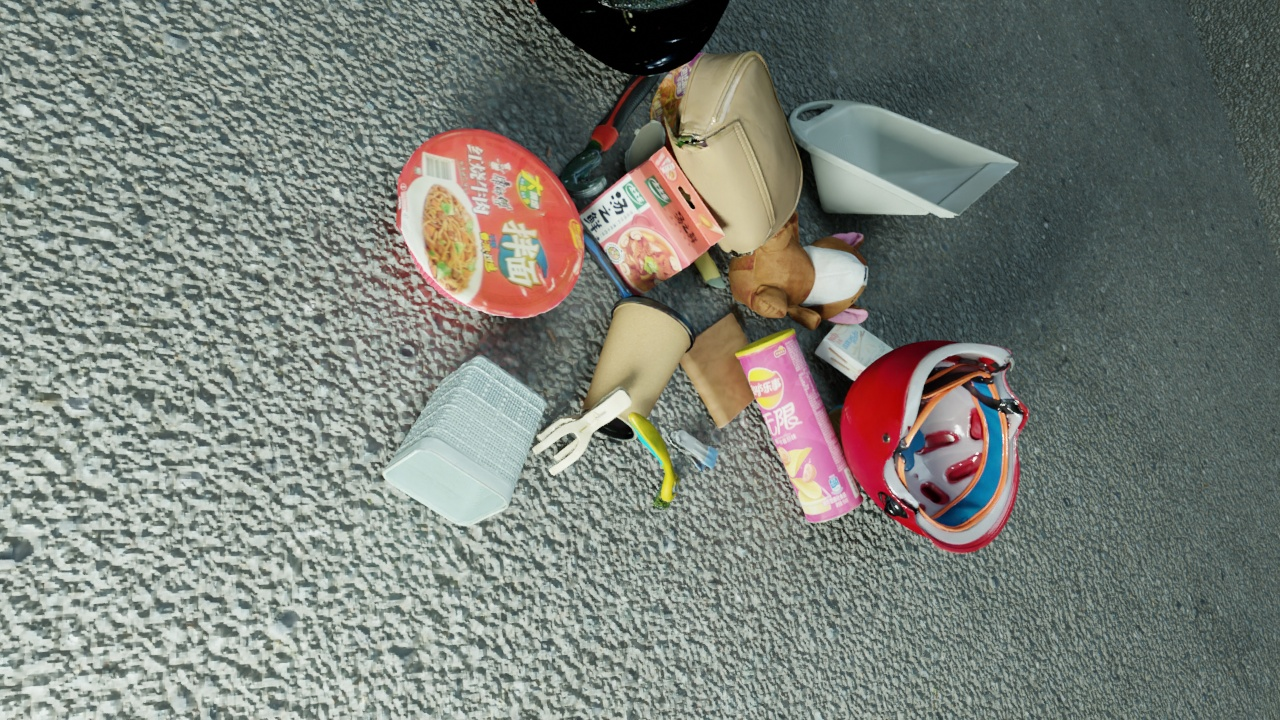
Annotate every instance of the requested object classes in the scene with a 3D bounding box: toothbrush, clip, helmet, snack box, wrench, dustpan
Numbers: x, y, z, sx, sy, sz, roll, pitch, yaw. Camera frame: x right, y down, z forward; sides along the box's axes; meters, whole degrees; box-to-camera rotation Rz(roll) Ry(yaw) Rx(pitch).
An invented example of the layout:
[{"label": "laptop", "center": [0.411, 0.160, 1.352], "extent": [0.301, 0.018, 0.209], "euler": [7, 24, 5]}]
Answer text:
[{"label": "toothbrush", "center": [-0.044, -0.113, 0.989], "extent": [0.189, 0.014, 0.016], "euler": [54, 26, -8]}, {"label": "clip", "center": [0.055, 0.094, 0.978], "extent": [0.058, 0.039, 0.026], "euler": [38, 55, -21]}, {"label": "helmet", "center": [-0.018, -0.451, 1.012], "extent": [0.233, 0.230, 0.274], "euler": [-40, 65, -8]}, {"label": "snack box", "center": [0.008, -0.141, 0.964], "extent": [0.113, 0.127, 0.044], "euler": [54, 49, -6]}, {"label": "wrench", "center": [-0.028, -0.270, 1.047], "extent": [0.016, 0.056, 0.272], "euler": [71, 32, -43]}, {"label": "helmet", "center": [0.313, 0.086, 1.017], "extent": [0.206, 0.144, 0.240], "euler": [-34, 117, -23]}, {"label": "clip", "center": [-0.057, 0.067, 0.842], "extent": [0.035, 0.103, 0.092], "euler": [54, 29, -8]}, {"label": "snack box", "center": [0.299, 0.011, 1.142], "extent": [0.157, 0.027, 0.084], "euler": [36, 36, 12]}, {"label": "dustpan", "center": [0.334, -0.289, 1.236], "extent": [0.222, 0.258, 0.143], "euler": [-36, 118, -41]}]

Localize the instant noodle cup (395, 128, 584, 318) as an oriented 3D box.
[{"label": "instant noodle cup", "center": [-0.151, -0.121, 0.876], "extent": [0.193, 0.066, 0.193], "euler": [15, 63, -33]}]

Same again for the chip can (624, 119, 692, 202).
[{"label": "chip can", "center": [0.086, -0.212, 1.079], "extent": [0.216, 0.073, 0.073], "euler": [14, 64, -38]}]

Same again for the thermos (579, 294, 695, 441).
[{"label": "thermos", "center": [-0.006, 0.005, 0.926], "extent": [0.093, 0.093, 0.143], "euler": [35, 63, -21]}]

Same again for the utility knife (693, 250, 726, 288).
[{"label": "utility knife", "center": [0.048, -0.169, 1.078], "extent": [0.030, 0.020, 0.196], "euler": [-23, 88, -45]}]

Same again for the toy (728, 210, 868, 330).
[{"label": "toy", "center": [0.207, -0.105, 1.103], "extent": [0.199, 0.131, 0.140], "euler": [5, 91, -40]}]

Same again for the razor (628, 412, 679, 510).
[{"label": "razor", "center": [0.014, 0.094, 0.897], "extent": [0.043, 0.028, 0.133], "euler": [-62, 146, -33]}]

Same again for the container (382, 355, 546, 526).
[{"label": "container", "center": [-0.146, 0.066, 0.788], "extent": [0.090, 0.090, 0.111], "euler": [37, 51, -20]}]

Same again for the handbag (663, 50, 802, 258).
[{"label": "handbag", "center": [0.097, -0.218, 0.972], "extent": [0.147, 0.100, 0.204], "euler": [-61, 140, -29]}]

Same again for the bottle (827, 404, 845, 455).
[{"label": "bottle", "center": [0.322, 0.075, 1.157], "extent": [0.218, 0.065, 0.065], "euler": [-8, 77, -39]}]

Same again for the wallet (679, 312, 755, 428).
[{"label": "wallet", "center": [0.097, 0.008, 1.044], "extent": [0.115, 0.020, 0.101], "euler": [-36, 97, -43]}]

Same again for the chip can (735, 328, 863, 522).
[{"label": "chip can", "center": [0.179, 0.074, 1.033], "extent": [0.071, 0.072, 0.210], "euler": [-26, 94, -41]}]

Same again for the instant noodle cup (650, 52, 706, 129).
[{"label": "instant noodle cup", "center": [0.085, -0.298, 1.107], "extent": [0.099, 0.112, 0.111], "euler": [18, 61, -41]}]
